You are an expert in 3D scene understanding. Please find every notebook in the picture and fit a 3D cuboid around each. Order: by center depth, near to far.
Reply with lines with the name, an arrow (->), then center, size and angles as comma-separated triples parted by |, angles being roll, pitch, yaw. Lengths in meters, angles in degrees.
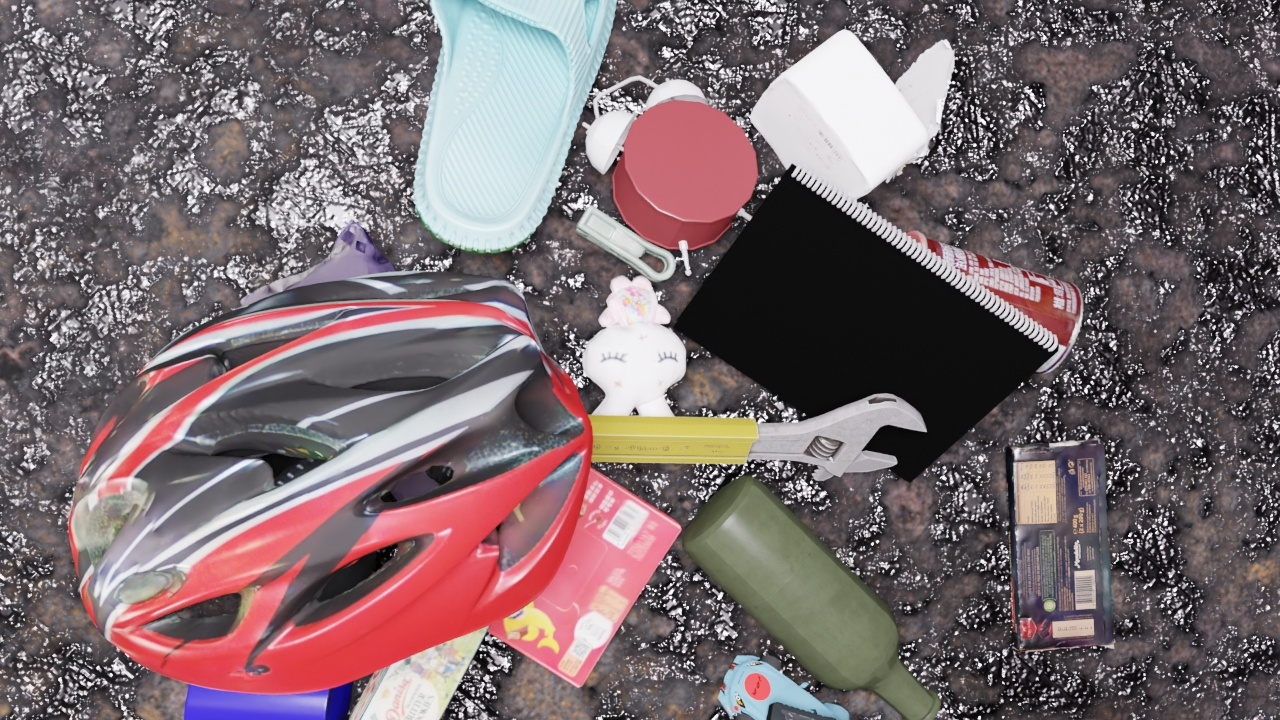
notebook -> 0.146, -0.019, 0.620 | 0.206, 0.016, 0.149 | 33, 126, -4

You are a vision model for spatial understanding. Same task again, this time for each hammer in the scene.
hammer -> 0.092, 0.378, 0.539 | 0.095, 0.015, 0.324 | 16, 61, 1

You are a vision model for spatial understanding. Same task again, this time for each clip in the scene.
clip -> -0.010, -0.081, 0.645 | 0.076, 0.047, 0.023 | 31, 88, -8

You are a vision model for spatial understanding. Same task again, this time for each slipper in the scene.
slipper -> -0.082, -0.204, 0.605 | 0.116, 0.070, 0.276 | 14, 78, -9

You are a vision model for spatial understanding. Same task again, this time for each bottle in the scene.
bottle -> 0.123, 0.173, 0.632 | 0.207, 0.071, 0.071 | 44, 86, -3

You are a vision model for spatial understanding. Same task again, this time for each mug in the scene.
mug -> -0.237, 0.226, 0.583 | 0.083, 0.111, 0.079 | 5, 127, -5

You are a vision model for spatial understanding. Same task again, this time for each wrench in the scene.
wrench -> 0.057, 0.052, 0.623 | 0.273, 0.018, 0.084 | 2, 133, -7

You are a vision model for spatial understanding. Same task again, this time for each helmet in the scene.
helmet -> -0.162, 0.052, 0.477 | 0.272, 0.217, 0.167 | -17, 129, -7

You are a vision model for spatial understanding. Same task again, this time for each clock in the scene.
clock -> 0.023, -0.135, 0.628 | 0.096, 0.048, 0.137 | -34, 82, -21

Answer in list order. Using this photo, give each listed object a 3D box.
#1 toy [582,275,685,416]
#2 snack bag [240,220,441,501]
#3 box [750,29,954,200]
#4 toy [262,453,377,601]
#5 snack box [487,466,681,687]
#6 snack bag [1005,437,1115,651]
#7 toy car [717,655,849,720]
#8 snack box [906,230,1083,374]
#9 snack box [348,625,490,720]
toy -> -0.004, 0.004, 0.639 | 0.076, 0.037, 0.125 | 2, 96, -13
snack bag -> -0.167, 0.015, 0.615 | 0.096, 0.058, 0.205 | -37, 94, -4
box -> 0.160, -0.178, 0.622 | 0.130, 0.110, 0.103 | -40, 93, -3
toy -> -0.215, 0.115, 0.595 | 0.100, 0.097, 0.119 | 11, 118, 36
snack box -> -0.044, 0.148, 0.642 | 0.089, 0.021, 0.133 | 33, 87, -4
snack bag -> 0.309, 0.136, 0.675 | 0.074, 0.018, 0.155 | -2, 89, -5
toy car -> 0.108, 0.248, 0.638 | 0.108, 0.028, 0.060 | 38, 50, -3
snack box -> 0.235, -0.039, 0.645 | 0.121, 0.072, 0.072 | 16, 88, -6
snack box -> -0.138, 0.190, 0.573 | 0.042, 0.144, 0.145 | 29, 87, -8
